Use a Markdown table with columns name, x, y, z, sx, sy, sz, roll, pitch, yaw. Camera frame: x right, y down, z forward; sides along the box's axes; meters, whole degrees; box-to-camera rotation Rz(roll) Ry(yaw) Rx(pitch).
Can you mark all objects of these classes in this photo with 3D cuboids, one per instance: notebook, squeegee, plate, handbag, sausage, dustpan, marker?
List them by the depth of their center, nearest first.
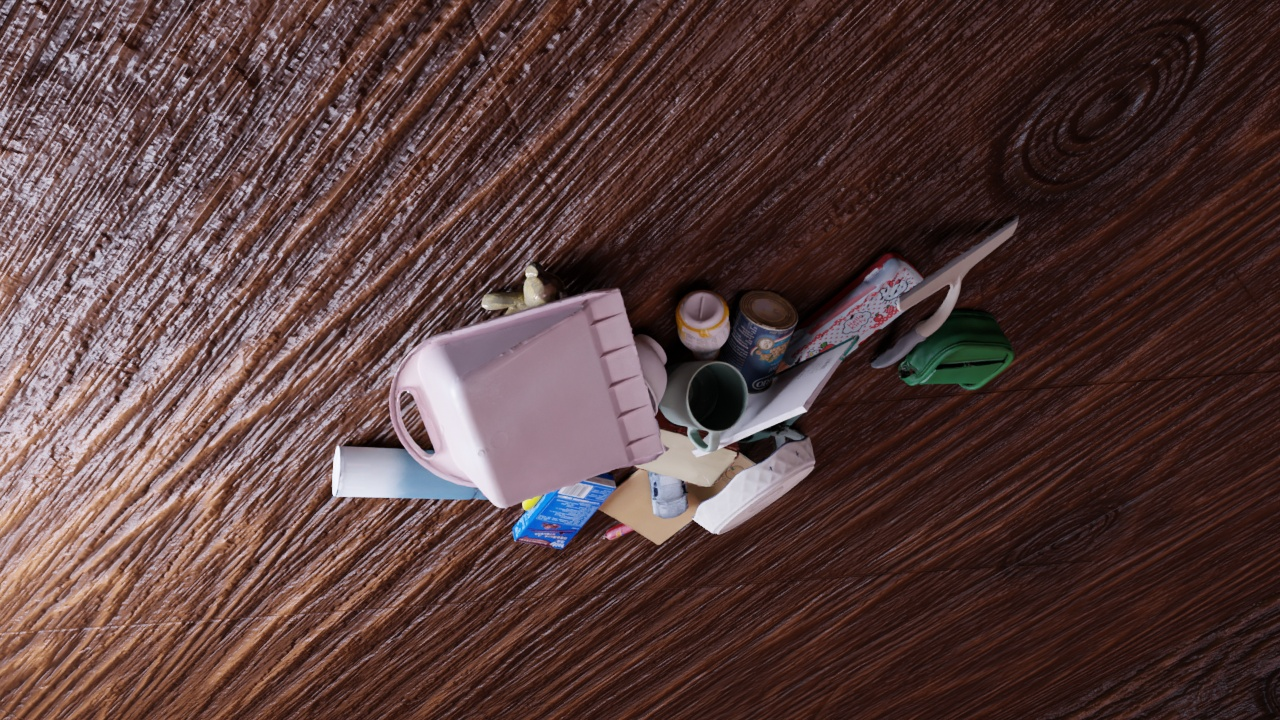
| name | x | y | z | sx | sy | sz | roll | pitch | yaw |
| --- | --- | --- | --- | --- | --- | --- | --- | --- | --- |
| dustpan | -0.135 | 0.041 | 1.037 | 0.273 | 0.139 | 0.223 | -22 | 116 | -20 |
| notebook | 0.165 | 0.045 | 1.132 | 0.012 | 0.150 | 0.210 | 50 | 142 | -6 |
| squeegee | 0.362 | -0.048 | 1.176 | 0.245 | 0.039 | 0.247 | -31 | 160 | -30 |
| handbag | 0.434 | -0.008 | 1.268 | 0.131 | 0.068 | 0.120 | 2 | 141 | -23 |
| marker | -0.132 | 0.167 | 1.286 | 0.018 | 0.015 | 0.124 | 16 | 124 | -33 |
| plate | 0.169 | 0.184 | 1.319 | 0.204 | 0.045 | 0.205 | -31 | 163 | -11 |
| notebook | 0.054 | 0.187 | 1.356 | 0.208 | 0.008 | 0.147 | -40 | 126 | 19 |
| sausage | 0.011 | 0.241 | 1.409 | 0.156 | 0.020 | 0.020 | -27 | 137 | 9 |

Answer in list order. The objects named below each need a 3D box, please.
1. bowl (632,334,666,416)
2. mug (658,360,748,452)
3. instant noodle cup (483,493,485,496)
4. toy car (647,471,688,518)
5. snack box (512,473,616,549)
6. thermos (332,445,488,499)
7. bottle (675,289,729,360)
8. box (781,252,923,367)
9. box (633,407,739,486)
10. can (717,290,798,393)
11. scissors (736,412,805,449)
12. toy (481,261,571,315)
| name | x | y | z | sx | sy | sz | roll | pitch | yaw |
| --- | --- | --- | --- | --- | --- | --- | --- | --- | --- |
| bowl | -0.007 | 0.006 | 1.112 | 0.064 | 0.118 | 0.118 | -46 | 145 | -25 |
| mug | 0.073 | 0.056 | 1.125 | 0.082 | 0.106 | 0.112 | -7 | 93 | -22 |
| instant noodle cup | -0.182 | 0.086 | 1.121 | 0.116 | 0.116 | 0.124 | -38 | 122 | 20 |
| toy car | 0.041 | 0.188 | 1.325 | 0.054 | 0.036 | 0.121 | -10 | 133 | -5 |
| snack box | -0.112 | 0.215 | 1.332 | 0.084 | 0.026 | 0.157 | 17 | 127 | -32 |
| thermos | -0.279 | 0.146 | 1.176 | 0.220 | 0.070 | 0.070 | 6 | 132 | -25 |
| bottle | 0.077 | -0.038 | 1.110 | 0.063 | 0.063 | 0.108 | -17 | 152 | -2 |
| box | 0.267 | -0.053 | 1.170 | 0.202 | 0.048 | 0.087 | -41 | 133 | 24 |
| box | 0.043 | 0.114 | 1.230 | 0.168 | 0.079 | 0.092 | 18 | 126 | -25 |
| can | 0.144 | -0.024 | 1.137 | 0.075 | 0.075 | 0.111 | -1 | 134 | -18 |
| scissors | 0.197 | 0.075 | 1.301 | 0.173 | 0.019 | 0.178 | 20 | 125 | -33 |
| toy | -0.133 | -0.040 | 1.042 | 0.105 | 0.066 | 0.158 | 42 | 125 | 2 |
